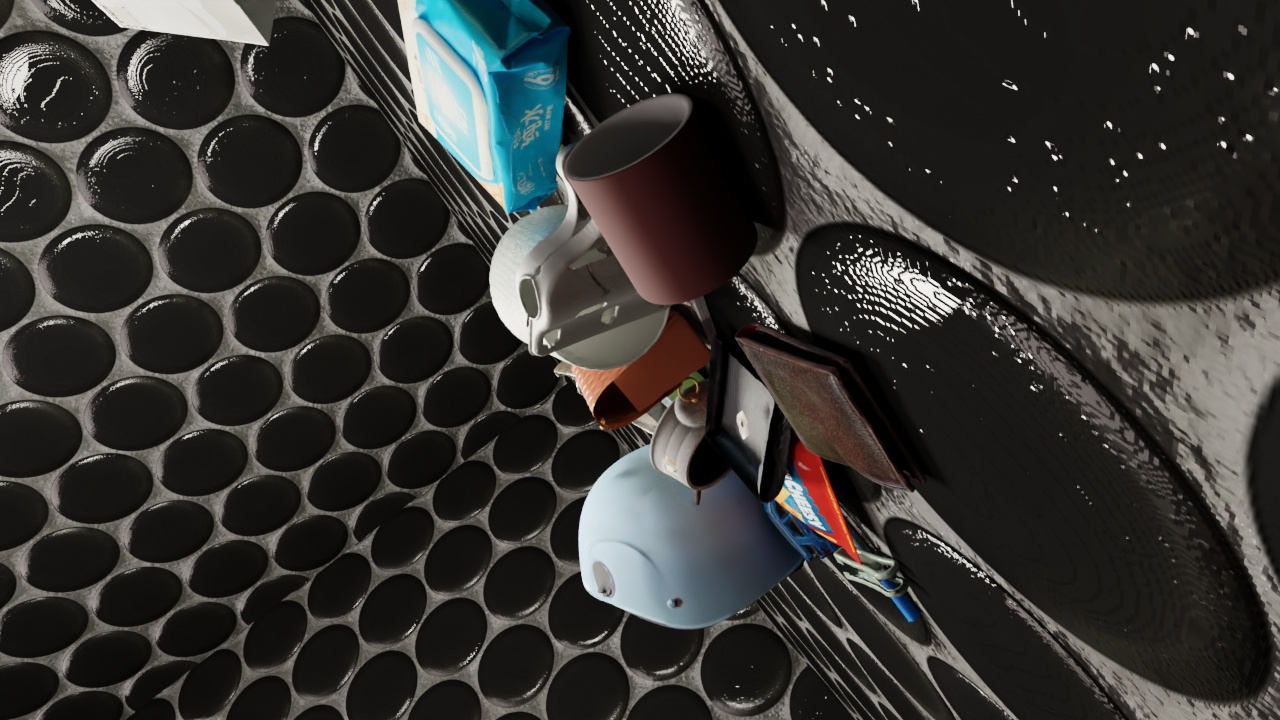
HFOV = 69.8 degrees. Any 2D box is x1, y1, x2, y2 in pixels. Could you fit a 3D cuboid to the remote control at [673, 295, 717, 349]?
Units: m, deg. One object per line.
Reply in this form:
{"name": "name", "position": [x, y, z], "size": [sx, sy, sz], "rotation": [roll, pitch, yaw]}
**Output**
{"name": "remote control", "position": [0.034, -0.058, 0.733], "size": [0.050, 0.011, 0.136], "rotation": [48, 172, 33]}

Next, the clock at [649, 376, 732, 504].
{"name": "clock", "position": [0.055, 0.062, 0.847], "size": [0.056, 0.103, 0.148], "rotation": [36, 160, 34]}

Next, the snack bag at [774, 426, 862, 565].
{"name": "snack bag", "position": [0.122, 0.090, 0.766], "size": [0.144, 0.039, 0.131], "rotation": [36, 158, 53]}

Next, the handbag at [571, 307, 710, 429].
{"name": "handbag", "position": [-0.005, 0.004, 0.816], "size": [0.060, 0.109, 0.172], "rotation": [50, 180, -15]}

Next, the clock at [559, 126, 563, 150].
{"name": "clock", "position": [-0.100, -0.204, 0.759], "size": [0.099, 0.044, 0.129], "rotation": [52, 180, 3]}

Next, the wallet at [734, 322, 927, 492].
{"name": "wallet", "position": [0.114, 0.026, 0.561], "size": [0.099, 0.031, 0.120], "rotation": [52, 171, -21]}

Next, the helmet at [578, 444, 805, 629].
{"name": "helmet", "position": [0.042, 0.170, 0.997], "size": [0.266, 0.224, 0.167], "rotation": [-5, 102, 47]}

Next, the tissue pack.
{"name": "tissue pack", "position": [-0.105, -0.188, 0.628], "size": [0.117, 0.066, 0.210], "rotation": [47, 161, 12]}

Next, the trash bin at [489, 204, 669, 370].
{"name": "trash bin", "position": [-0.049, -0.058, 0.752], "size": [0.133, 0.133, 0.161], "rotation": [55, 174, -18]}

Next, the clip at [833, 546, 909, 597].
{"name": "clip", "position": [0.194, 0.175, 0.769], "size": [0.045, 0.023, 0.076], "rotation": [59, 163, -14]}

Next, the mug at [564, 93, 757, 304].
{"name": "mug", "position": [0.005, -0.089, 0.492], "size": [0.106, 0.073, 0.082], "rotation": [37, 163, 55]}

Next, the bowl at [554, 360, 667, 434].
{"name": "bowl", "position": [-0.006, 0.026, 1.084], "size": [0.178, 0.081, 0.178], "rotation": [29, 173, 4]}

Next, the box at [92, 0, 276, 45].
{"name": "box", "position": [-0.407, -0.490, 0.940], "size": [0.172, 0.379, 0.167], "rotation": [36, 173, 0]}

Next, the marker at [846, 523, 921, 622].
{"name": "marker", "position": [0.196, 0.169, 0.808], "size": [0.142, 0.013, 0.013], "rotation": [52, 173, 10]}

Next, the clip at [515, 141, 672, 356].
{"name": "clip", "position": [-0.021, -0.074, 0.611], "size": [0.075, 0.124, 0.144], "rotation": [43, 145, 34]}

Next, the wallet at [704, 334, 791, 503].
{"name": "wallet", "position": [0.083, 0.043, 0.715], "size": [0.089, 0.026, 0.115], "rotation": [50, 148, 44]}

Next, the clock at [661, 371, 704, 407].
{"name": "clock", "position": [0.042, 0.030, 0.960], "size": [0.119, 0.042, 0.094], "rotation": [45, 175, -16]}

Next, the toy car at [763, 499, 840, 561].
{"name": "toy car", "position": [0.142, 0.138, 0.874], "size": [0.120, 0.043, 0.056], "rotation": [54, 176, 3]}
